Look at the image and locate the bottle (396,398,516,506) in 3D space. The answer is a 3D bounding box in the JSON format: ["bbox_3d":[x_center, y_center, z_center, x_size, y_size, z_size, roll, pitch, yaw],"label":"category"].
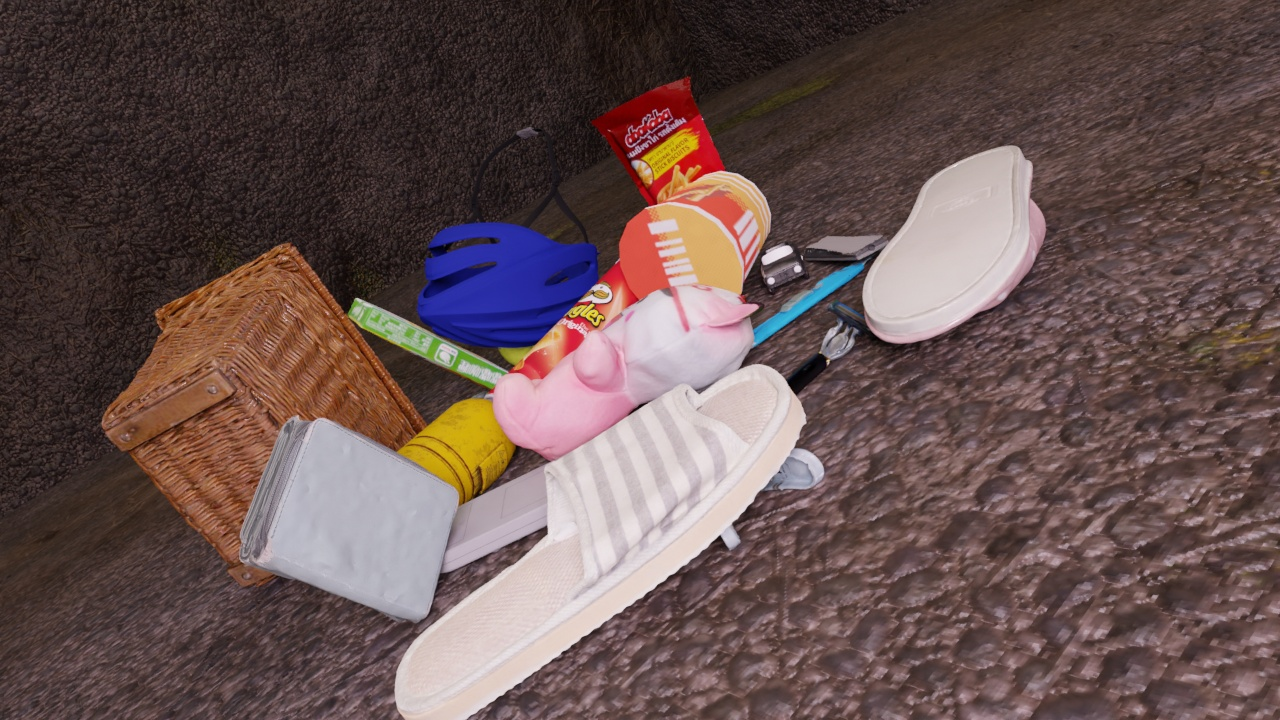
[{"bbox_3d":[-0.156,0.085,0.747,0.071,0.071,0.163,-14,22,40],"label":"bottle"}]

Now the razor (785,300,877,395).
[{"bbox_3d":[0.109,0.012,0.629,0.043,0.022,0.144,36,61,27],"label":"razor"}]

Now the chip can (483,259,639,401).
[{"bbox_3d":[-0.063,-0.018,0.881,0.052,0.052,0.214,-7,35,51],"label":"chip can"}]

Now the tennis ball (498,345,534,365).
[{"bbox_3d":[-0.129,-0.024,1.033,0.065,0.065,0.065,-26,17,8],"label":"tennis ball"}]

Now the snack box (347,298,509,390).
[{"bbox_3d":[-0.210,-0.012,0.935,0.027,0.168,0.132,-64,24,-4],"label":"snack box"}]

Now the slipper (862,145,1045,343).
[{"bbox_3d":[0.229,-0.080,0.650,0.114,0.054,0.273,-15,24,37],"label":"slipper"}]

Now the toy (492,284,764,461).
[{"bbox_3d":[-0.004,0.004,0.705,0.213,0.084,0.142,-29,-6,5],"label":"toy"}]

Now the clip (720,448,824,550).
[{"bbox_3d":[0.051,0.059,0.564,0.114,0.028,0.163,-36,19,-18],"label":"clip"}]

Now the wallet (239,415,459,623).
[{"bbox_3d":[-0.182,0.102,0.583,0.054,0.131,0.100,-11,54,31],"label":"wallet"}]

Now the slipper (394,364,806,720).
[{"bbox_3d":[-0.029,0.093,0.496,0.272,0.054,0.114,-41,25,-3],"label":"slipper"}]

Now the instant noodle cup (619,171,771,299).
[{"bbox_3d":[0.062,-0.117,0.892,0.124,0.123,0.120,-15,23,38],"label":"instant noodle cup"}]

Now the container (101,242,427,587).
[{"bbox_3d":[-0.329,0.061,0.822,0.162,0.250,0.182,-24,27,13],"label":"container"}]

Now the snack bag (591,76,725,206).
[{"bbox_3d":[0.047,-0.214,1.070,0.139,0.208,0.066,-12,23,42],"label":"snack bag"}]

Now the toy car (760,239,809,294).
[{"bbox_3d":[0.133,-0.094,0.873,0.040,0.037,0.092,-24,17,13],"label":"toy car"}]

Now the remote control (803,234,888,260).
[{"bbox_3d":[0.184,-0.102,0.838,0.033,0.013,0.136,-29,11,-5],"label":"remote control"}]

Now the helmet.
[{"bbox_3d":[-0.137,-0.126,0.934,0.148,0.227,0.240,-7,3,39],"label":"helmet"}]

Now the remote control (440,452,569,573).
[{"bbox_3d":[-0.083,0.105,0.656,0.151,0.019,0.074,-26,16,4],"label":"remote control"}]

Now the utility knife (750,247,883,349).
[{"bbox_3d":[0.144,-0.054,0.779,0.185,0.015,0.031,-33,17,-22],"label":"utility knife"}]

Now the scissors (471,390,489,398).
[{"bbox_3d":[-0.170,0.063,0.937,0.093,0.032,0.174,-18,15,21],"label":"scissors"}]
